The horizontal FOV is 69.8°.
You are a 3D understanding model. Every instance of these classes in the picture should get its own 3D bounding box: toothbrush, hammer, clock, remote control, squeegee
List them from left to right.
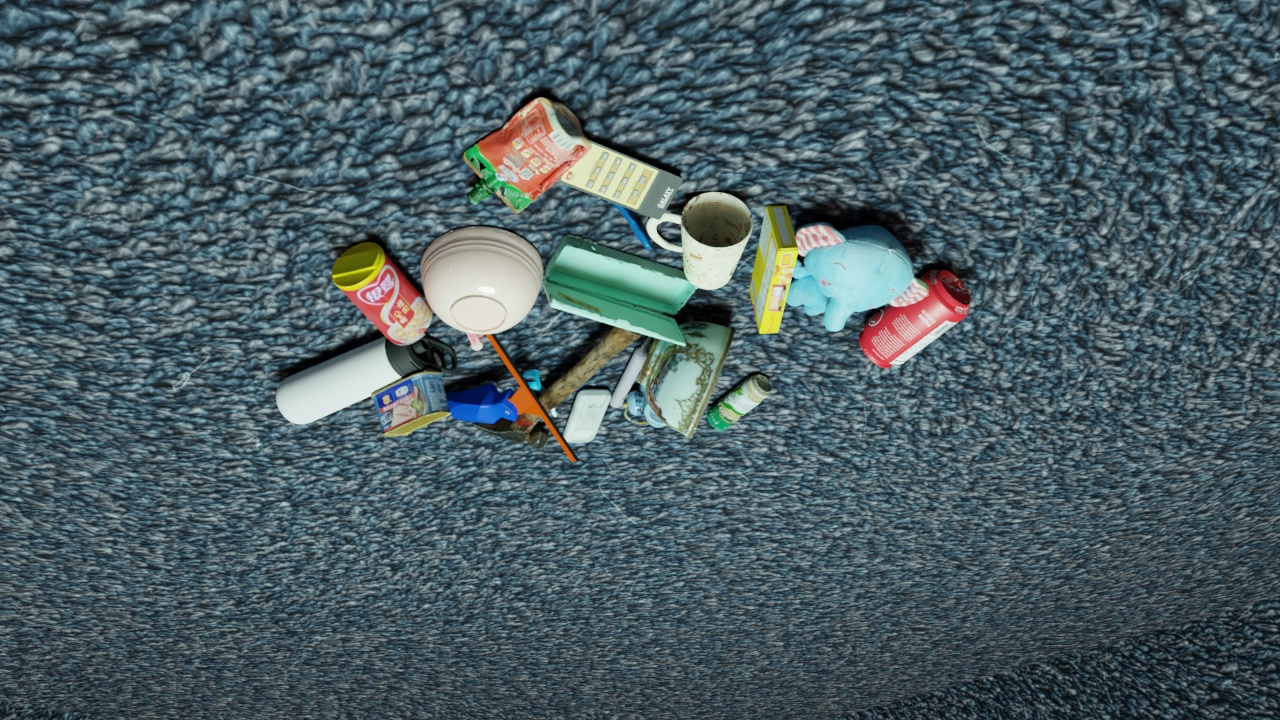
[{"bbox_3d":[-0.217,0.060,1.269,0.185,0.055,0.249,2,136,36],"label":"squeegee"},{"bbox_3d":[-0.111,0.032,1.273,0.120,0.033,0.331,20,140,-29],"label":"hammer"},{"bbox_3d":[-0.081,0.087,1.378,0.050,0.022,0.134,-1,145,-18],"label":"remote control"},{"bbox_3d":[-0.023,-0.200,1.003,0.133,0.013,0.058,16,122,-26],"label":"remote control"},{"bbox_3d":[-0.019,-0.170,1.052,0.016,0.021,0.132,-26,135,19],"label":"toothbrush"},{"bbox_3d":[-0.008,0.008,1.290,0.019,0.018,0.188,-1,144,-24],"label":"toothbrush"},{"bbox_3d":[0.033,0.060,1.338,0.125,0.051,0.088,-26,140,25],"label":"clock"}]

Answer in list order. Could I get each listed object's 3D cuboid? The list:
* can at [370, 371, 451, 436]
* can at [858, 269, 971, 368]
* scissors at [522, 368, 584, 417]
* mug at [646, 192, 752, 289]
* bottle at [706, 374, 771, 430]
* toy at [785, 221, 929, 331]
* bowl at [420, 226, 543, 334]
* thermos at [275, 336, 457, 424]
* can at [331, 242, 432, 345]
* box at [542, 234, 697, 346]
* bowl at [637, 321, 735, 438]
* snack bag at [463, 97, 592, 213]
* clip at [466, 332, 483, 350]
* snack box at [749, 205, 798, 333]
[{"bbox_3d":[-0.300,0.059,1.203,0.100,0.059,0.054,-23,166,24],"label":"can"},{"bbox_3d":[0.359,-0.054,1.205,0.074,0.074,0.143,18,137,-28],"label":"can"},{"bbox_3d":[-0.125,0.050,1.336,0.117,0.014,0.130,-8,143,1],"label":"scissors"},{"bbox_3d":[0.064,-0.139,1.072,0.122,0.080,0.097,16,151,6],"label":"mug"},{"bbox_3d":[0.147,0.062,1.362,0.042,0.042,0.110,21,136,-30],"label":"bottle"},{"bbox_3d":[0.244,-0.092,1.124,0.183,0.114,0.181,25,147,-20],"label":"toy"},{"bbox_3d":[-0.191,-0.082,1.102,0.153,0.076,0.153,-3,143,-2],"label":"bowl"},{"bbox_3d":[-0.370,0.024,1.235,0.230,0.068,0.101,-21,153,19],"label":"thermos"},{"bbox_3d":[-0.307,-0.079,1.099,0.067,0.066,0.124,-15,142,13],"label":"can"},{"bbox_3d":[-0.022,-0.073,1.121,0.188,0.091,0.078,16,140,-25],"label":"box"},{"bbox_3d":[0.052,0.013,1.212,0.094,0.159,0.160,23,140,1],"label":"bowl"},{"bbox_3d":[-0.129,-0.209,0.968,0.155,0.044,0.087,-31,117,31],"label":"snack bag"},{"bbox_3d":[-0.220,-0.036,1.195,0.023,0.043,0.060,-13,156,4],"label":"clip"},{"bbox_3d":[0.159,-0.107,1.110,0.025,0.075,0.152,-3,143,-5],"label":"snack box"}]
